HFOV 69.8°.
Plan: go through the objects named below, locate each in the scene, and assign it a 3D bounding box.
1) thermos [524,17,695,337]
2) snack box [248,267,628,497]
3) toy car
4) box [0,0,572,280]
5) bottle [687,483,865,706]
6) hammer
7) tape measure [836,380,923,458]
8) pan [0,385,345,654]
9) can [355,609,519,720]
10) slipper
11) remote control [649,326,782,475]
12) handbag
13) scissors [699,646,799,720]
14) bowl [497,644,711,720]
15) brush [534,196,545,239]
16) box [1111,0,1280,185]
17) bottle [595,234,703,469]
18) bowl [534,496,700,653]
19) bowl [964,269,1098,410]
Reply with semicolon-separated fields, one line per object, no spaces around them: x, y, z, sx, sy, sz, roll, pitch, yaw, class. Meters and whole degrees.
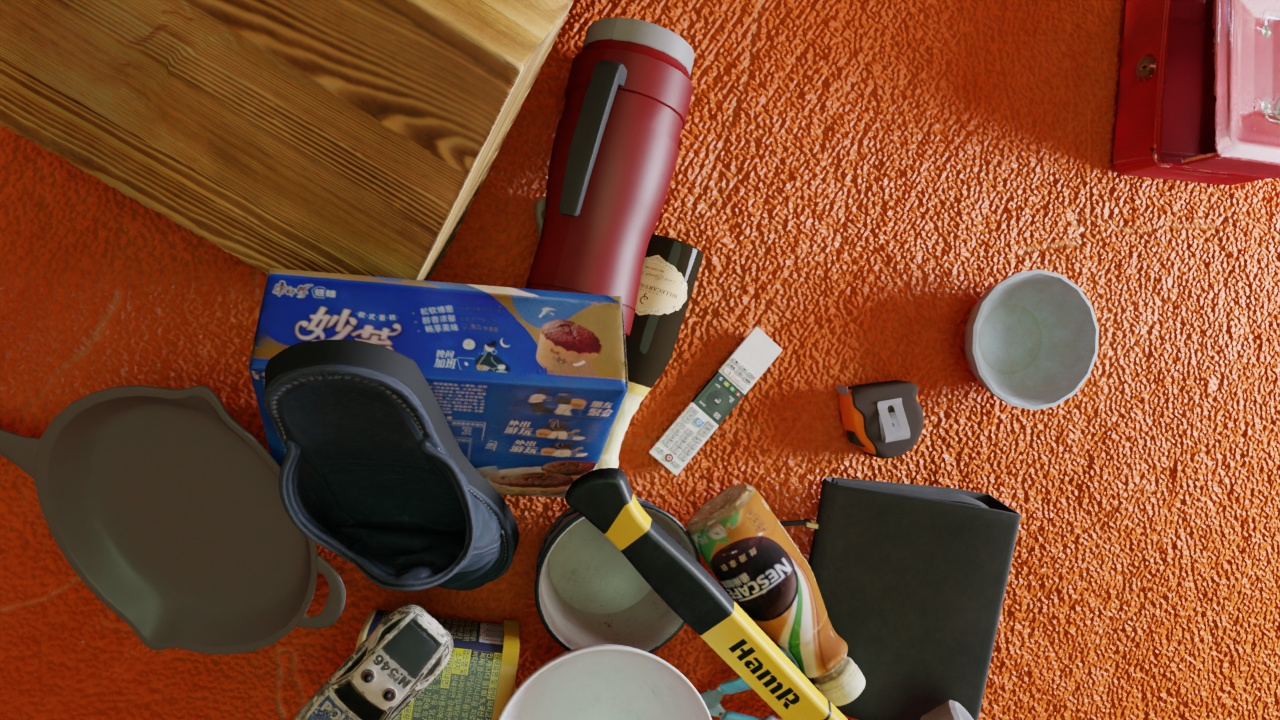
-0.025;-0.122;0.610;0.084;0.108;0.198;12;86;15;thermos
-0.123;0.023;0.574;0.202;0.155;0.069;4;56;-12;snack box
-0.166;0.203;0.567;0.048;0.040;0.113;43;88;-4;toy car
-0.172;-0.263;0.578;0.279;0.287;0.335;32;44;-9;box
0.101;0.169;0.651;0.059;0.059;0.167;-35;92;-7;bottle
0.067;0.195;0.615;0.170;0.034;0.324;-39;100;17;hammer
0.184;0.045;0.696;0.058;0.038;0.059;-7;94;-10;tape measure
-0.345;0.075;0.583;0.354;0.024;0.217;25;116;1;pan
-0.146;0.245;0.627;0.104;0.075;0.135;9;91;-8;can
-0.143;0.097;0.537;0.109;0.266;0.083;-5;55;3;slipper
0.056;0.030;0.685;0.028;0.012;0.124;41;85;-10;remote control
0.158;0.175;0.688;0.196;0.072;0.176;10;94;3;handbag
0.061;0.242;0.679;0.142;0.015;0.095;12;96;2;scissors
-0.027;0.251;0.603;0.144;0.074;0.144;0;88;-8;bowl
-0.061;-0.042;0.660;0.039;0.012;0.151;-4;93;-10;brush
0.450;-0.220;0.713;0.129;0.098;0.157;3;88;-15;box
-0.004;0.004;0.656;0.045;0.045;0.184;18;89;-11;bottle
-0.021;0.146;0.649;0.115;0.059;0.115;-2;100;-13;bowl
0.297;-0.016;0.714;0.106;0.039;0.106;0;93;-11;bowl
